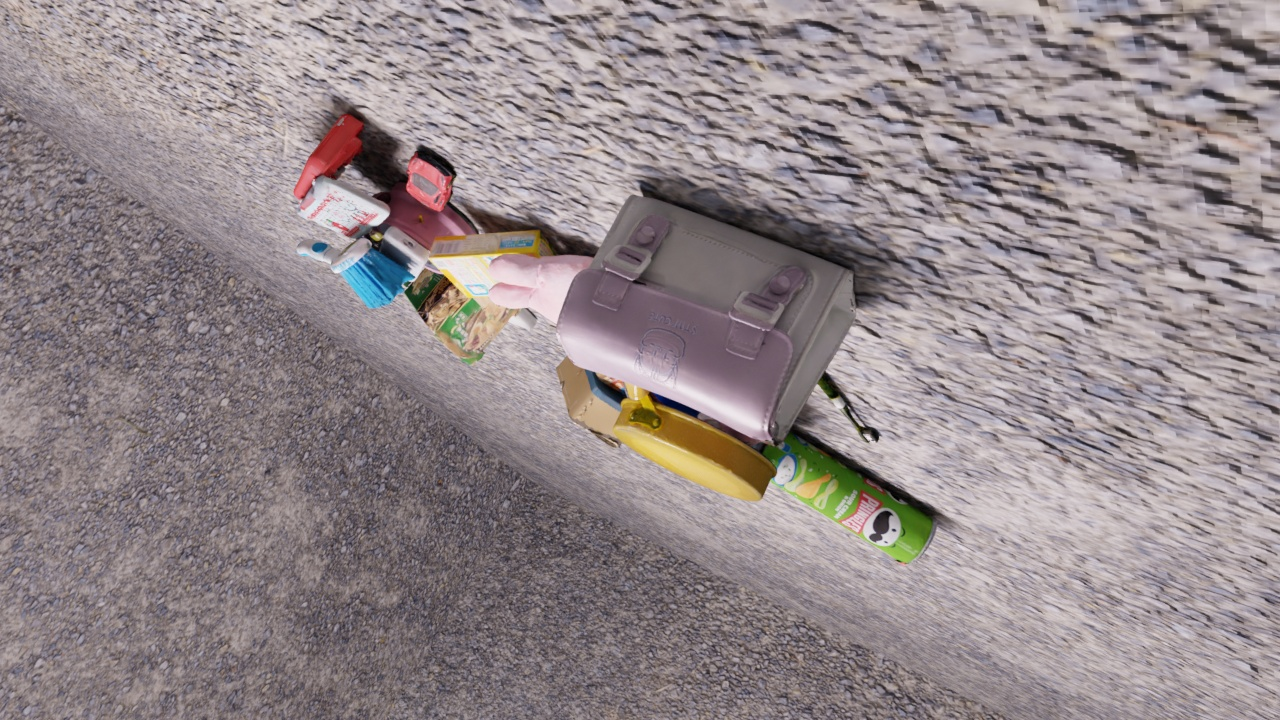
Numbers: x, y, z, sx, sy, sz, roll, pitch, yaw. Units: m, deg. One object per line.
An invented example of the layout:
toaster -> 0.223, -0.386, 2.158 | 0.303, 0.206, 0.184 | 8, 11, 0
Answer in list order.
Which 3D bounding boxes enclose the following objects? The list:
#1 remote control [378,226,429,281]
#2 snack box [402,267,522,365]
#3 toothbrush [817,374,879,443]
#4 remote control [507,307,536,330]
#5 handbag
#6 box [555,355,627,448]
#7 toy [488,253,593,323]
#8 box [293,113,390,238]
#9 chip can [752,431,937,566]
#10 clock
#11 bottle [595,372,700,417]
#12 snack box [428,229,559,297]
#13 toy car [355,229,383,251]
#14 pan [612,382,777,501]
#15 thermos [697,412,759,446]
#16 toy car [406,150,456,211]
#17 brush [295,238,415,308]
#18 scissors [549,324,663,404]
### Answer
remote control -> -0.281, -0.125, 1.087 | 0.056, 0.020, 0.136 | 36, 164, -12
snack box -> -0.250, -0.083, 1.255 | 0.106, 0.118, 0.117 | 35, 171, 43
toothbrush -> 0.199, 0.037, 0.926 | 0.017, 0.012, 0.186 | 8, 154, 44
remote control -> -0.211, -0.080, 1.337 | 0.135, 0.019, 0.056 | 19, 161, 39
handbag -> 0.049, -0.034, 0.724 | 0.197, 0.144, 0.098 | 23, 167, 25
box -> -0.055, 0.045, 1.213 | 0.089, 0.062, 0.184 | 34, -168, -26
toy -> -0.083, -0.074, 0.976 | 0.159, 0.054, 0.121 | 13, 149, -4
box -> -0.329, -0.194, 1.038 | 0.101, 0.095, 0.202 | 38, 164, -20
chip can -> 0.246, 0.164, 1.135 | 0.236, 0.072, 0.072 | 31, 166, 0
clock -> -0.271, -0.159, 1.114 | 0.159, 0.059, 0.117 | 17, 159, 48
bottle -> 0.043, 0.053, 1.181 | 0.218, 0.065, 0.065 | 36, 165, -19
snack box -> -0.156, -0.106, 1.029 | 0.141, 0.033, 0.087 | 2, 153, 26
toy car -> -0.361, -0.171, 1.285 | 0.158, 0.042, 0.070 | 13, 157, 47
pan -> 0.023, 0.052, 1.012 | 0.198, 0.078, 0.357 | 13, 161, 44
thermos -> 0.110, 0.048, 1.014 | 0.087, 0.067, 0.199 | 4, 163, 2
toy car -> -0.227, -0.191, 0.982 | 0.049, 0.031, 0.106 | 32, 164, -9
brush -> -0.367, -0.119, 1.149 | 0.109, 0.060, 0.315 | 46, 163, -21
scissors -> -0.005, 0.006, 1.086 | 0.223, 0.015, 0.189 | 17, 140, 6
